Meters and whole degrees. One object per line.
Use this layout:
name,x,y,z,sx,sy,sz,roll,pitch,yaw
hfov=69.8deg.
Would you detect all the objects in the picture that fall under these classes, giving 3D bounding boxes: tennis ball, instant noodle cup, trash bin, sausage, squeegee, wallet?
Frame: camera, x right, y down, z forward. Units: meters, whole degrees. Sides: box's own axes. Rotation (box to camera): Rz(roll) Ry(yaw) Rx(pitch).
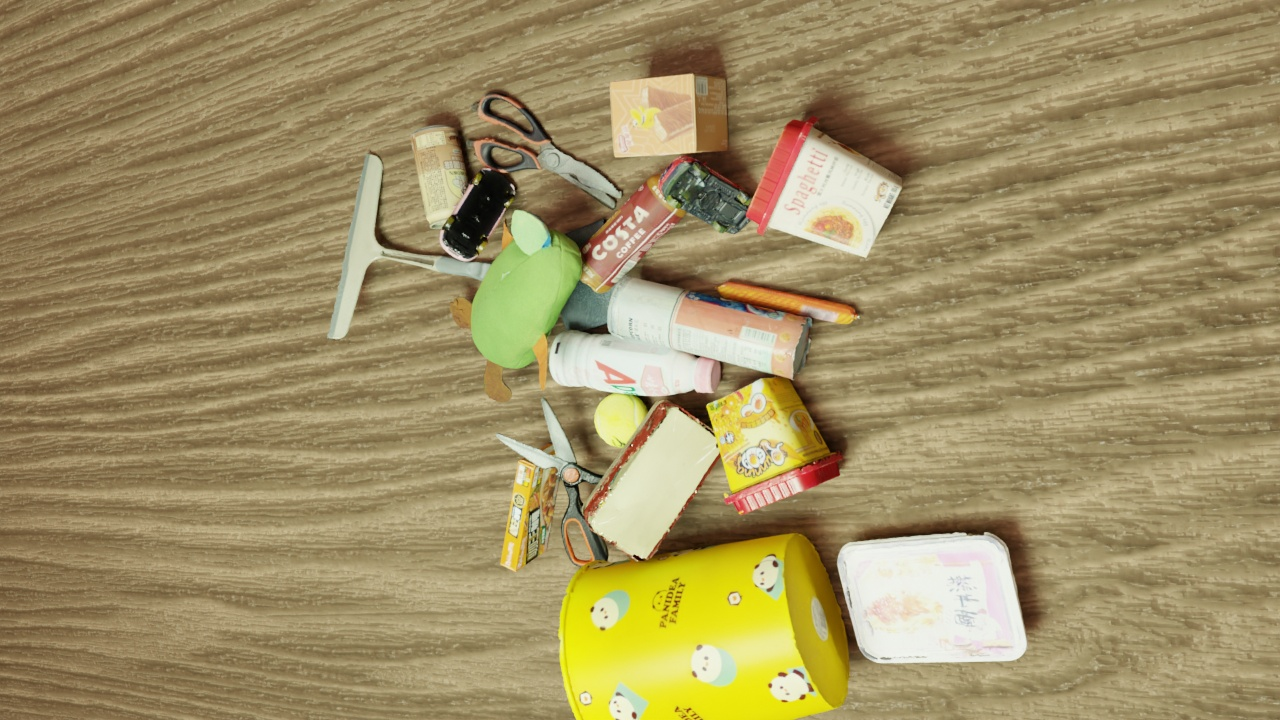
tennis ball,-0.022,0.070,1.086,0.065,0.065,0.065,7,106,25
instant noodle cup,0.184,-0.166,0.904,0.124,0.116,0.116,26,113,6
instant noodle cup,0.308,0.242,0.967,0.174,0.060,0.138,-12,97,27
instant noodle cup,0.139,0.088,0.991,0.116,0.115,0.123,-28,78,30
trash bin,0.077,0.308,1.017,0.256,0.229,0.229,-20,93,23
sausage,0.156,-0.063,0.988,0.165,0.021,0.021,15,109,23
squeegee,-0.263,-0.126,1.175,0.247,0.039,0.246,11,89,17
wallet,-0.064,-0.097,1.093,0.097,0.019,0.121,-16,97,28

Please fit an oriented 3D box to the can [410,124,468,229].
can,-0.241,-0.223,1.120,0.059,0.058,0.116,-11,90,28

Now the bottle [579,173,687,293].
bottle,-0.001,-0.151,1.018,0.175,0.057,0.057,-43,82,20

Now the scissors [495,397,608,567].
scissors,-0.065,0.149,1.108,0.224,0.021,0.221,-1,104,-2

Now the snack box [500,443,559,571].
snack box,-0.137,0.186,1.168,0.026,0.075,0.154,20,111,21

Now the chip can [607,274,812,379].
chip can,0.075,-0.037,1.002,0.215,0.071,0.071,15,109,20

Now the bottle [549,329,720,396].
bottle,-0.006,0.006,1.062,0.197,0.068,0.068,7,106,23

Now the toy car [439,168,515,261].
toy car,-0.194,-0.172,1.088,0.056,0.122,0.037,36,153,-20

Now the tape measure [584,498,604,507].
tape measure,-0.045,0.192,1.150,0.057,0.028,0.060,6,105,26

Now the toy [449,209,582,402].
toy,-0.140,-0.064,1.052,0.248,0.089,0.226,-44,59,45

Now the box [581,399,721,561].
box,0.014,0.133,1.026,0.091,0.079,0.168,36,86,-11

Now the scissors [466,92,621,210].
scissors,-0.119,-0.233,1.089,0.195,0.015,0.206,-20,93,28

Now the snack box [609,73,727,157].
snack box,0.031,-0.255,0.962,0.094,0.092,0.077,3,104,26

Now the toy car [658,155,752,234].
toy car,0.069,-0.173,0.956,0.053,0.120,0.045,-48,45,22
